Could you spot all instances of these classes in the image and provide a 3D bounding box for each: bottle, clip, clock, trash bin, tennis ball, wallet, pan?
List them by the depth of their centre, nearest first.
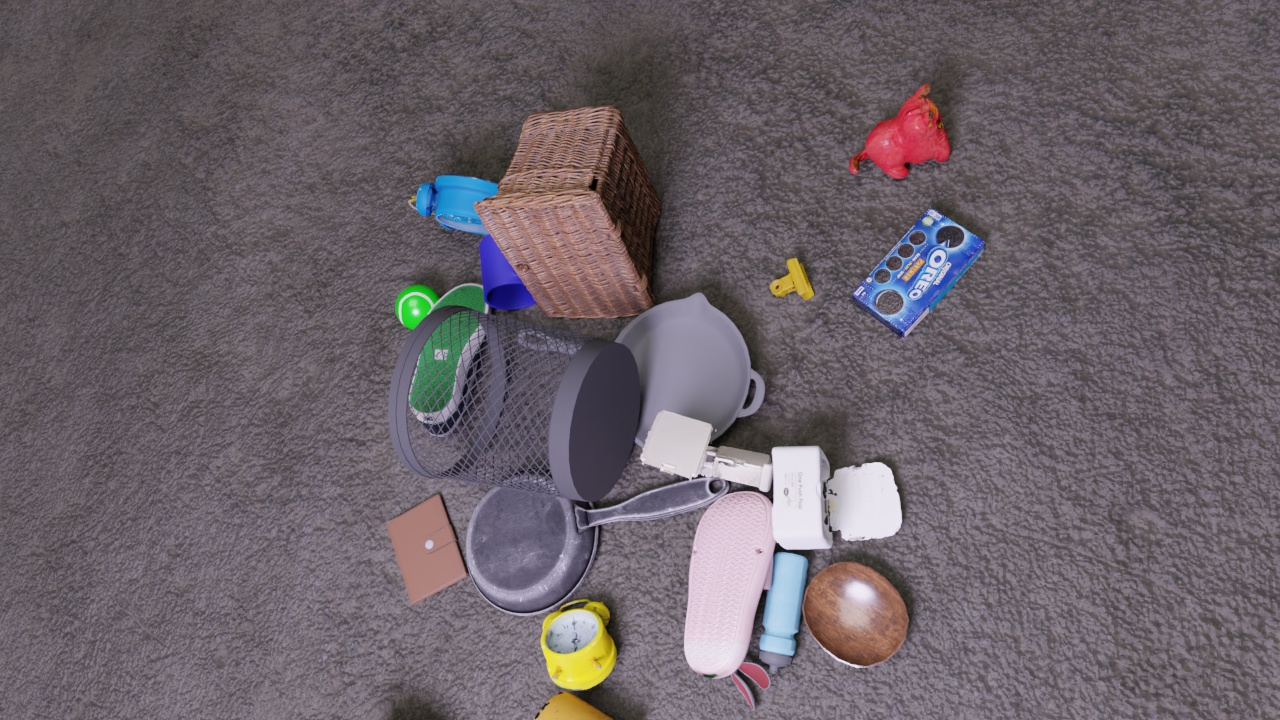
[{"bbox_3d":[0.158,0.282,1.022,0.040,0.040,0.130,5,72,21],"label":"bottle"},{"bbox_3d":[-0.073,0.325,1.068,0.083,0.057,0.118,-15,29,3],"label":"clock"},{"bbox_3d":[-0.142,0.055,1.106,0.228,0.218,0.217,9,73,23],"label":"trash bin"},{"bbox_3d":[-0.064,0.198,1.133,0.357,0.055,0.187,-19,64,16],"label":"pan"},{"bbox_3d":[0.190,-0.099,1.162,0.049,0.045,0.054,-10,66,-12],"label":"clip"},{"bbox_3d":[-0.007,0.007,1.182,0.355,0.024,0.216,14,84,24],"label":"pan"},{"bbox_3d":[-0.281,0.247,1.203,0.087,0.013,0.121,-29,63,7],"label":"wallet"},{"bbox_3d":[-0.316,-0.075,1.308,0.065,0.065,0.065,-7,68,17],"label":"tennis ball"},{"bbox_3d":[-0.255,-0.223,1.319,0.162,0.116,0.060,6,84,22],"label":"clock"}]

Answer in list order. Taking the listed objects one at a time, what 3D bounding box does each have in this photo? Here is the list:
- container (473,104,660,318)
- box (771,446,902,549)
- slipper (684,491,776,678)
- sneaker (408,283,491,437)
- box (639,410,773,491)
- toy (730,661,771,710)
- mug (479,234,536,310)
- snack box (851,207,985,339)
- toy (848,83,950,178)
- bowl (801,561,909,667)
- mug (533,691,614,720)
[{"bbox_3d":[-0.073,-0.193,1.180,0.162,0.250,0.182,0,61,18],"label":"container"},{"bbox_3d":[0.222,0.156,1.021,0.137,0.121,0.108,-3,70,20],"label":"box"},{"bbox_3d":[0.104,0.246,1.030,0.107,0.055,0.221,-13,49,39],"label":"slipper"},{"bbox_3d":[-0.257,-0.002,1.263,0.084,0.079,0.234,5,54,8],"label":"sneaker"},{"bbox_3d":[0.081,0.098,1.022,0.143,0.186,0.070,12,89,8],"label":"box"},{"bbox_3d":[0.097,0.337,1.028,0.112,0.030,0.049,37,114,29],"label":"toy"},{"bbox_3d":[-0.175,-0.132,1.258,0.079,0.111,0.083,1,65,-22],"label":"mug"},{"bbox_3d":[0.337,-0.106,1.113,0.082,0.027,0.150,40,87,27],"label":"snack box"},{"bbox_3d":[0.318,-0.285,1.152,0.133,0.094,0.088,-23,64,11],"label":"toy"},{"bbox_3d":[0.235,0.278,1.004,0.102,0.026,0.114,-48,64,-2],"label":"bowl"},{"bbox_3d":[-0.072,0.441,1.017,0.094,0.100,0.124,22,119,27],"label":"mug"}]
